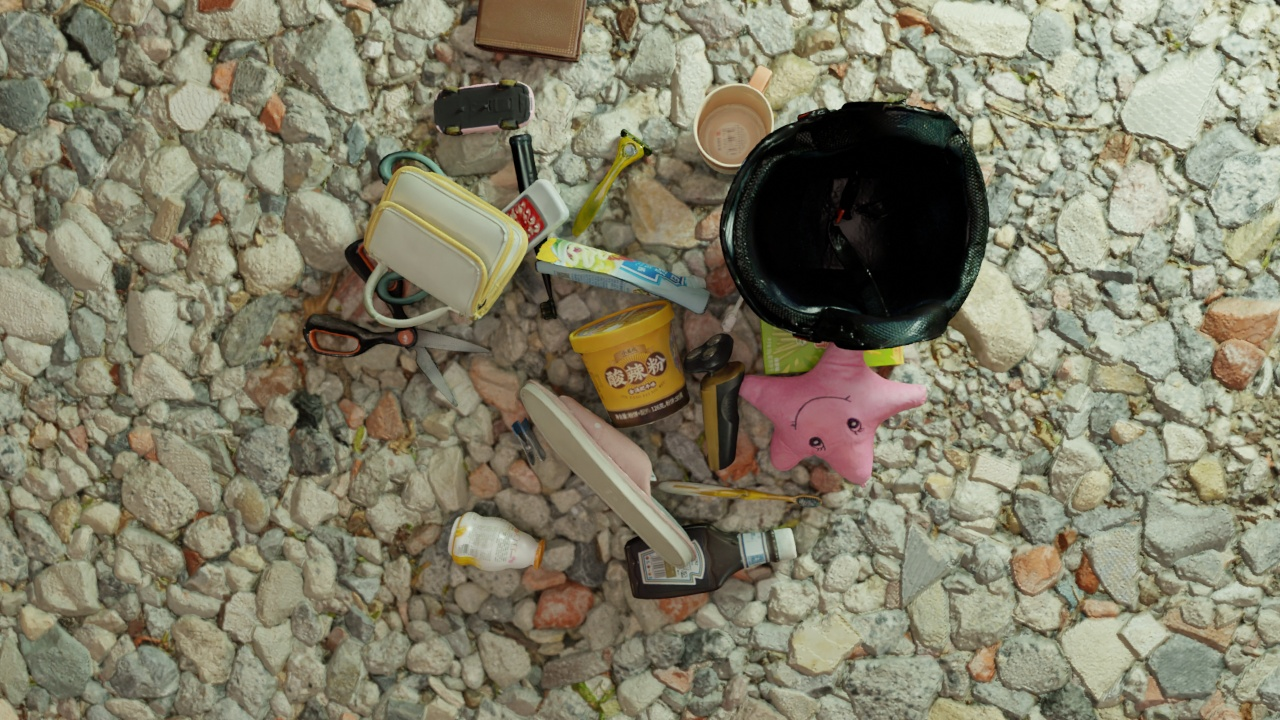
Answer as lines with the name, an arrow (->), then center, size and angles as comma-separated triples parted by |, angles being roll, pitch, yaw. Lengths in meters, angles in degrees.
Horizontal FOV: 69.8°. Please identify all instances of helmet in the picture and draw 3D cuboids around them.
helmet -> 0.204, -0.132, 0.917 | 0.274, 0.230, 0.233 | -1, 98, -6

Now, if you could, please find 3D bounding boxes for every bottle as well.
bottle -> -0.168, 0.217, 1.079 | 0.108, 0.063, 0.063 | 12, 97, 4
bottle -> 0.082, 0.228, 1.068 | 0.195, 0.044, 0.080 | -10, 88, 5

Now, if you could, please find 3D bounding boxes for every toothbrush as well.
toothbrush -> 0.136, -0.112, 1.042 | 0.016, 0.016, 0.180 | 27, 97, 0
toothbrush -> -0.121, -0.152, 1.056 | 0.027, 0.026, 0.212 | -11, 96, -19
toothbrush -> 0.116, 0.157, 1.070 | 0.191, 0.018, 0.016 | 5, 94, 5

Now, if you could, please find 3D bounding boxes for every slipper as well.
slipper -> -0.030, 0.119, 1.029 | 0.054, 0.114, 0.274 | -41, 81, -22

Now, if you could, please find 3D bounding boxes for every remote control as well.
remote control -> -0.142, -0.147, 1.041 | 0.136, 0.020, 0.056 | -35, 84, 25

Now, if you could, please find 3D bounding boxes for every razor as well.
razor -> 0.084, 0.051, 1.024 | 0.068, 0.062, 0.168 | 3, 121, 13
razor -> -0.040, -0.197, 1.046 | 0.043, 0.028, 0.133 | 35, 100, -3

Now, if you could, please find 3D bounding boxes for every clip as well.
clip -> -0.131, 0.096, 1.083 | 0.036, 0.025, 0.058 | -21, 99, 14

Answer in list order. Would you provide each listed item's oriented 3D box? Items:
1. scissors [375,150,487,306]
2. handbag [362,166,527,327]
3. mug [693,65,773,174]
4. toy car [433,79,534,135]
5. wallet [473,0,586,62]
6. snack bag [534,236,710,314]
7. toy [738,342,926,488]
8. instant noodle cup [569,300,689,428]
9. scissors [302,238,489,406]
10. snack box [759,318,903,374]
scissors -> -0.263, -0.157, 1.059 | 0.171, 0.019, 0.170 | -41, 80, 7
handbag -> -0.233, -0.108, 1.015 | 0.163, 0.063, 0.179 | 32, 96, 11
mug -> 0.106, -0.258, 0.984 | 0.081, 0.106, 0.114 | 27, 97, 2
toy car -> -0.177, -0.286, 1.044 | 0.122, 0.037, 0.056 | 0, 93, 18
wallet -> -0.122, -0.394, 1.031 | 0.124, 0.032, 0.101 | 8, 93, 4
snack bag -> -0.015, -0.094, 1.011 | 0.191, 0.110, 0.039 | 15, 101, 4
toy -> 0.220, 0.061, 1.015 | 0.195, 0.074, 0.178 | -24, 104, 23
instant noodle cup -> -0.006, 0.006, 1.021 | 0.118, 0.118, 0.114 | -17, 102, 6
scissors -> -0.294, -0.044, 1.085 | 0.221, 0.021, 0.228 | -8, 94, 6
snack box -> 0.215, -0.033, 1.038 | 0.156, 0.026, 0.086 | -4, 96, 5
